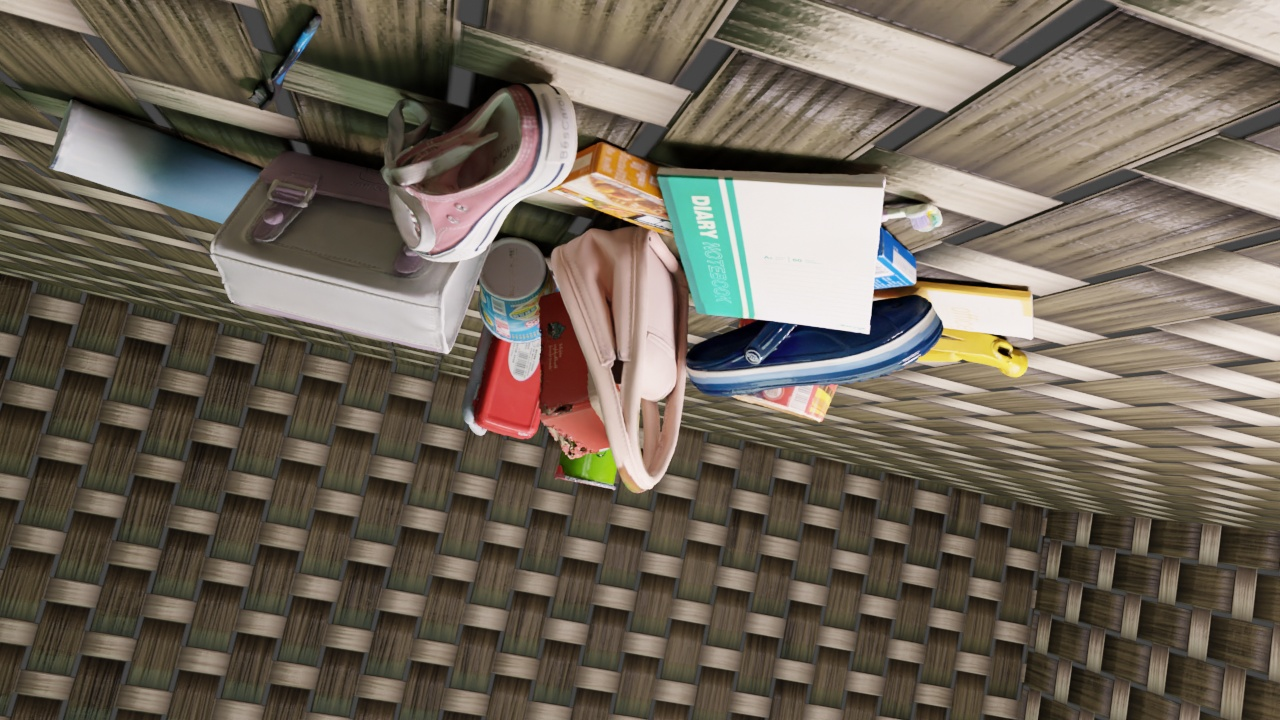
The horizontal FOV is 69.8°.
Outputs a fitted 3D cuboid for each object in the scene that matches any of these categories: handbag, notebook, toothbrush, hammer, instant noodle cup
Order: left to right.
[{"bbox_3d":[-0.236,-0.194,0.604,0.016,0.014,0.190,42,159,-23],"label":"toothbrush"},{"bbox_3d":[-0.237,-0.101,0.786,0.197,0.144,0.099,14,142,2],"label":"handbag"},{"bbox_3d":[-0.134,-0.080,0.992,0.099,0.099,0.110,12,165,1],"label":"instant noodle cup"},{"bbox_3d":[-0.005,0.005,0.856,0.093,0.234,0.193,-9,169,14],"label":"handbag"},{"bbox_3d":[0.101,-0.078,0.690,0.150,0.012,0.209,6,157,14],"label":"notebook"},{"bbox_3d":[0.157,-0.001,0.987,0.138,0.108,0.138,18,177,1],"label":"instant noodle cup"},{"bbox_3d":[0.135,-0.101,0.688,0.029,0.020,0.190,15,173,-41],"label":"toothbrush"},{"bbox_3d":[0.272,-0.014,1.047,0.128,0.032,0.301,19,169,-41],"label":"hammer"},{"bbox_3d":[0.262,-0.053,0.869,0.206,0.010,0.145,9,171,25],"label":"notebook"}]

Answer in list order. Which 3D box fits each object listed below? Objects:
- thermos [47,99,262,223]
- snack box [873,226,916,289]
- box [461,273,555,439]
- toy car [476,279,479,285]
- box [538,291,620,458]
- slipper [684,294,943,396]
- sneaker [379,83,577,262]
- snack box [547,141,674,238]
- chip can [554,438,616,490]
[{"bbox_3d":[-0.421,-0.169,0.858,0.220,0.070,0.070,18,170,-39],"label":"thermos"},{"bbox_3d":[0.136,-0.075,0.752,0.157,0.026,0.084,-5,167,33],"label":"snack box"},{"bbox_3d":[-0.154,-0.008,1.090,0.095,0.201,0.100,17,164,-18],"label":"box"},{"bbox_3d":[-0.199,-0.110,1.067,0.049,0.031,0.105,11,171,13],"label":"toy car"},{"bbox_3d":[-0.065,0.010,0.922,0.078,0.168,0.091,-16,138,12],"label":"box"},{"bbox_3d":[0.151,-0.031,0.854,0.253,0.095,0.104,-12,-158,35],"label":"slipper"},{"bbox_3d":[-0.132,-0.124,0.619,0.087,0.118,0.242,-4,175,-32],"label":"sneaker"},{"bbox_3d":[0.013,-0.121,0.700,0.153,0.026,0.075,16,171,-30],"label":"snack box"},{"bbox_3d":[-0.043,0.028,1.071,0.072,0.236,0.072,11,172,1],"label":"chip can"}]
